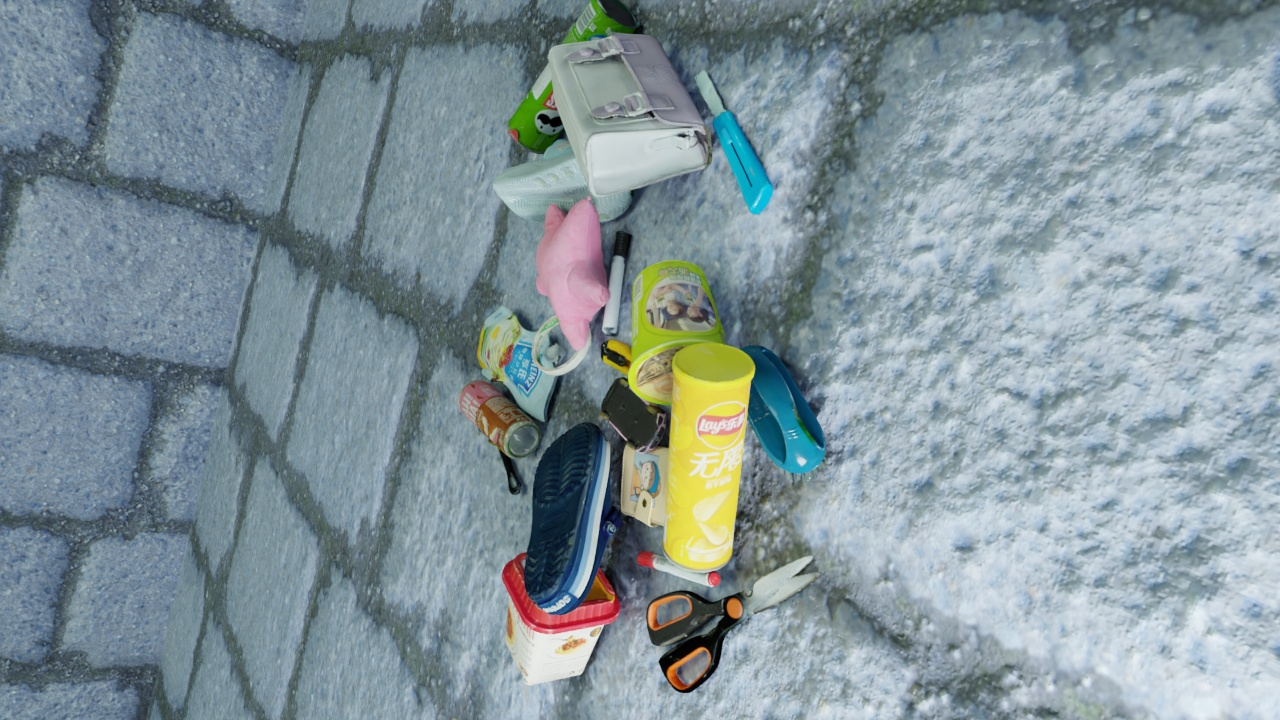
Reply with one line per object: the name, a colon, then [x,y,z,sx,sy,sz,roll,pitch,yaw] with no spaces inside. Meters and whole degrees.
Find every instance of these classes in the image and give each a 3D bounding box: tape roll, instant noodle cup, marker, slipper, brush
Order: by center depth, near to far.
brush: [0.121,0.040,0.828,0.055,0.073,0.143,-24,53,-1]
marker: [0.037,0.211,0.934,0.145,0.017,0.017,-6,76,62]
instant noodle cup: [0.038,-0.035,0.949,0.112,0.111,0.123,-42,41,40]
slipper: [-0.064,0.174,1.027,0.105,0.095,0.252,-32,32,27]
instant noodle cup: [-0.099,0.293,1.047,0.116,0.116,0.124,49,133,47]
marker: [-0.029,-0.094,1.120,0.023,0.018,0.130,1,82,45]
tape roll: [-0.102,-0.022,1.176,0.086,0.014,0.085,-17,57,27]
slipper: [-0.095,-0.231,1.179,0.246,0.104,0.074,3,55,46]

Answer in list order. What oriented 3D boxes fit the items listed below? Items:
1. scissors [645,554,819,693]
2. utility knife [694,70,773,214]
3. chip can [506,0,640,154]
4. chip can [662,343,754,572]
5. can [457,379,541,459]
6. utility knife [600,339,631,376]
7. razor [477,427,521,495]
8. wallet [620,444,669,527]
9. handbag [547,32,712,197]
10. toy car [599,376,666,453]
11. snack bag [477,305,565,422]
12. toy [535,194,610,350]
scissors: [0.092,0.254,0.874,0.235,0.021,0.152,-13,78,45]
utility knife: [0.095,-0.244,0.991,0.034,0.018,0.224,-49,44,35]
chip can: [-0.095,-0.385,1.237,0.237,0.072,0.072,-45,48,37]
chip can: [0.059,0.092,0.841,0.072,0.072,0.214,44,139,49]
can: [-0.195,0.079,1.257,0.147,0.057,0.058,33,108,47]
utility knife: [-0.006,0.006,1.064,0.156,0.015,0.033,30,108,52]
razor: [-0.188,0.133,1.276,0.043,0.022,0.142,-31,49,3]
wallet: [0.015,0.136,0.997,0.115,0.024,0.087,4,83,57]
handbag: [-0.016,-0.289,1.045,0.099,0.145,0.196,90,164,-49]
toy car: [-0.006,0.061,1.028,0.056,0.037,0.122,-62,34,10]
snack bag: [-0.166,0.000,1.268,0.191,0.038,0.110,32,102,49]
toy: [-0.080,-0.115,1.120,0.194,0.074,0.179,56,141,46]
